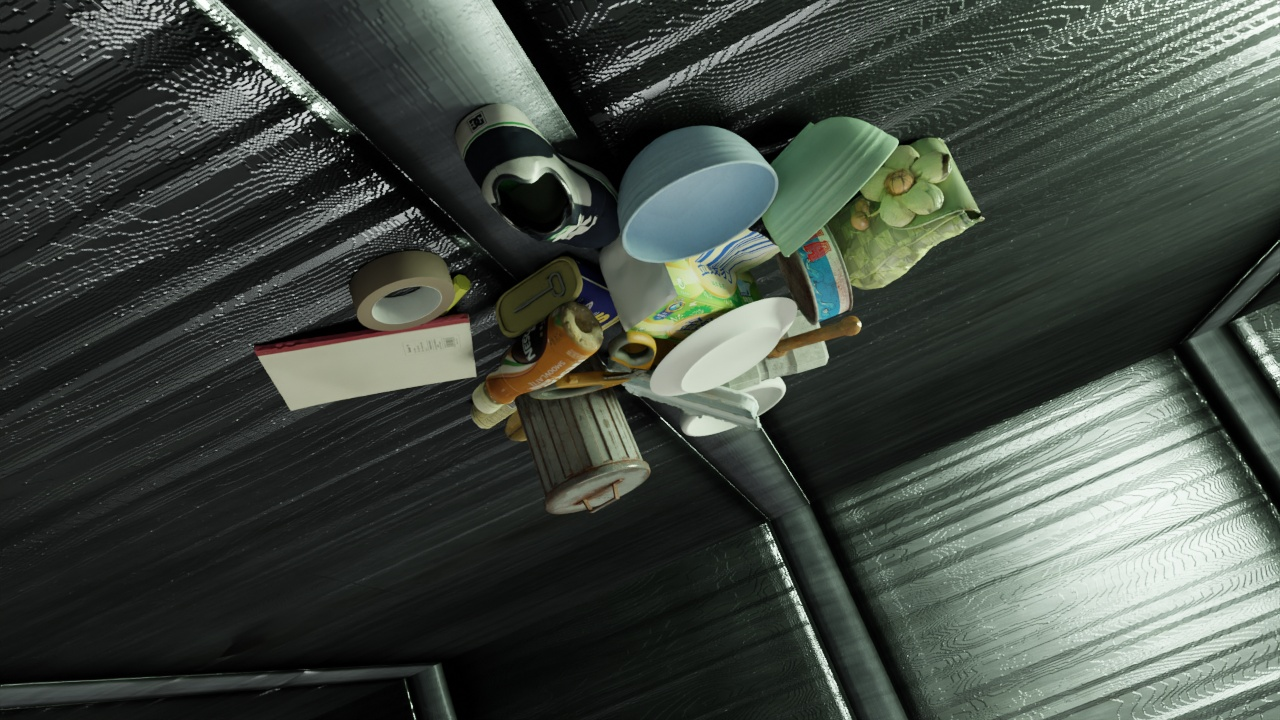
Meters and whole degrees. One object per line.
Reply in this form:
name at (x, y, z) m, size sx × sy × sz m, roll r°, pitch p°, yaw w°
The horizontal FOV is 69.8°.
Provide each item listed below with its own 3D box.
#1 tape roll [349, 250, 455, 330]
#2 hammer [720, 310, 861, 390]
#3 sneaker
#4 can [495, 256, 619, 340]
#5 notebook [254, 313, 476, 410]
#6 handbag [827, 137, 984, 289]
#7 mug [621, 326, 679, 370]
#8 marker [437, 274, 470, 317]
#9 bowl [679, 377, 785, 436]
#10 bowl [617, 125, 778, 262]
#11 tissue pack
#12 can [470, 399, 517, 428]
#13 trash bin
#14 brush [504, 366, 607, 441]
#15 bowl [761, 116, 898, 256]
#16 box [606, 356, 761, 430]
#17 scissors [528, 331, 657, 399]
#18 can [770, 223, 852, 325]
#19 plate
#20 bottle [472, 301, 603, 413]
tape roll at (-0.225, -0.065, 0.871) m, size 0.093 × 0.030 × 0.094 m, roll -19°, pitch 159°, yaw -8°
hammer at (0.199, -0.024, 1.171) m, size 0.162 × 0.083 × 0.318 m, roll -16°, pitch 178°, yaw -16°
sneaker at (-0.073, -0.130, 0.796) m, size 0.084 × 0.079 × 0.235 m, roll -29°, pitch 158°, yaw 15°
can at (-0.086, -0.058, 0.990) m, size 0.116 × 0.056 × 0.092 m, roll -30°, pitch 156°, yaw 21°
notebook at (-0.282, 0.003, 0.974) m, size 0.208 × 0.012 × 0.153 m, roll -10°, pitch 157°, yaw -12°
handbag at (0.281, -0.161, 1.028) m, size 0.116 × 0.113 × 0.187 m, roll 9°, pitch 145°, yaw -41°
mug at (0.047, -0.024, 1.120) m, size 0.094 × 0.100 × 0.124 m, roll 2°, pitch -175°, yaw -43°
marker at (-0.212, -0.048, 0.944) m, size 0.124 × 0.017 × 0.021 m, roll -38°, pitch -174°, yaw 39°
bowl at (0.137, 0.053, 1.457) m, size 0.176 × 0.066 × 0.177 m, roll -19°, pitch 159°, yaw -8°
bowl at (0.042, -0.162, 0.838) m, size 0.150 × 0.074 × 0.151 m, roll -18°, pitch 159°, yaw -8°
tissue pack at (0.073, -0.096, 0.985) m, size 0.142 × 0.120 × 0.197 m, roll -33°, pitch 162°, yaw 30°
can at (-0.181, 0.055, 1.193) m, size 0.080 × 0.038 × 0.038 m, roll -33°, pitch 157°, yaw 26°
trash bin at (-0.079, 0.078, 1.106) m, size 0.130 × 0.211 × 0.131 m, roll -19°, pitch 159°, yaw -8°
brush at (-0.112, 0.059, 1.241) m, size 0.196 × 0.059 × 0.043 m, roll -34°, pitch 165°, yaw 33°
bowl at (0.168, -0.179, 0.886) m, size 0.151 × 0.077 × 0.151 m, roll -47°, pitch -179°, yaw 1°
box at (0.065, 0.048, 1.267) m, size 0.209 × 0.037 × 0.189 m, roll 16°, pitch 172°, yaw 16°
scissors at (-0.007, 0.007, 1.012) m, size 0.225 × 0.016 × 0.217 m, roll -7°, pitch 161°, yaw -23°
can at (0.191, -0.108, 1.037) m, size 0.044 × 0.130 × 0.130 m, roll -22°, pitch 159°, yaw 0°
plate at (0.099, -0.007, 1.037) m, size 0.188 × 0.016 × 0.189 m, roll -25°, pitch 158°, yaw -11°
bottle at (-0.113, 0.004, 0.953) m, size 0.168 × 0.059 × 0.059 m, roll -35°, pitch 155°, yaw 31°
